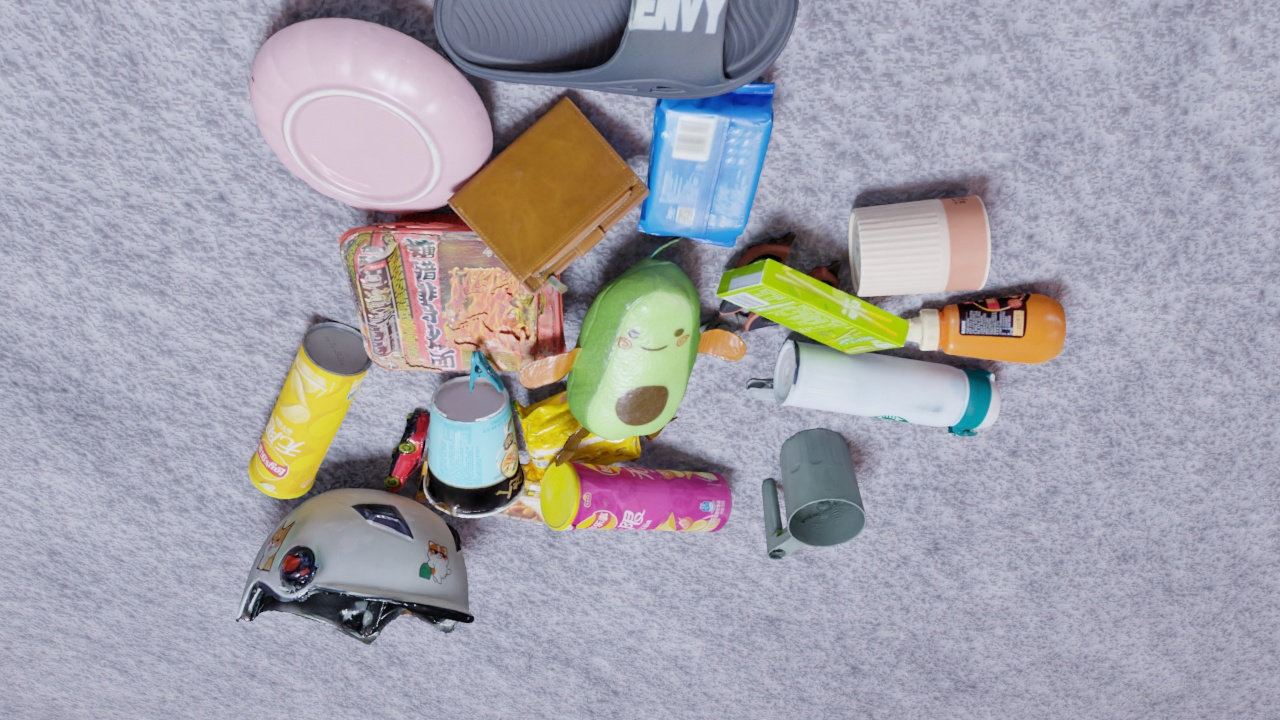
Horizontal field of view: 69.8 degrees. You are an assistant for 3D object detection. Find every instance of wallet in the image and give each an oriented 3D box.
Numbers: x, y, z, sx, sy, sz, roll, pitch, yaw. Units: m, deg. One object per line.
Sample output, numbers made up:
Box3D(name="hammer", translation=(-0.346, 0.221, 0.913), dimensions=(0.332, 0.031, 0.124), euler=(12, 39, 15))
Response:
Box3D(name="wallet", translation=(-0.070, -0.128, 0.743), dimensions=(0.130, 0.035, 0.119), euler=(-41, 93, -1))

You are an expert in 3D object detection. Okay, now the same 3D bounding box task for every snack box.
Box3D(name="snack box", translation=(-0.178, 0.147, 1.064), dimensions=(0.153, 0.026, 0.075), euler=(13, 131, -11))
Box3D(name="snack box", translation=(0.156, -0.046, 0.835), dimensions=(0.156, 0.026, 0.086), euler=(22, 169, -19))

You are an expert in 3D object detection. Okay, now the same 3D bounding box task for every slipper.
Box3D(name="slipper", translation=(-0.022, -0.240, 0.652), dimensions=(0.268, 0.083, 0.111), euler=(1, 111, 4))

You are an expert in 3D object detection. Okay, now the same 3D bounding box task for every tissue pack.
Box3D(name="tissue pack", translation=(0.052, -0.165, 0.761), dimensions=(0.095, 0.052, 0.157), euler=(7, 132, -4))

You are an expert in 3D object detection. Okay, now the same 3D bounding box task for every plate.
Box3D(name="plate", translation=(-0.215, -0.178, 0.726), dimensions=(0.192, 0.039, 0.193), euler=(4, 147, 3))

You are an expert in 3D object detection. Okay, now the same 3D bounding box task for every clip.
Box3D(name="clip", translation=(-0.146, 0.011, 0.845), dimensions=(0.033, 0.013, 0.054), euler=(-1, 139, 3))
Box3D(name="clip", translation=(0.139, 0.031, 0.965), dimensions=(0.058, 0.042, 0.026), euler=(0, 134, 3))

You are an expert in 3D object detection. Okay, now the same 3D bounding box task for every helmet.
Box3D(name="helmet", translation=(-0.310, 0.223, 1.035), dimensions=(0.275, 0.156, 0.230), euler=(-18, 149, 34))

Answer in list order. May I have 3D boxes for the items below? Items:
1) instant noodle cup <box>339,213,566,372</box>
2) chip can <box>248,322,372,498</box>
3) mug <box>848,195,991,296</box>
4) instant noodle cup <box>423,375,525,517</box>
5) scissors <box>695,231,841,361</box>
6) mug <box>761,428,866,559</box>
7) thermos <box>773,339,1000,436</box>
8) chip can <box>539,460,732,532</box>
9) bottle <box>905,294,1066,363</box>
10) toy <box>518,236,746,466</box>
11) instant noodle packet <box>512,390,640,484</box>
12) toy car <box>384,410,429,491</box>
Box3D(name="instant noodle cup", translation=(-0.162, -0.066, 0.832), dimensions=(0.189, 0.079, 0.165), euler=(1, 133, -1))
Box3D(name="chip can", translation=(-0.344, 0.055, 0.952), dimensions=(0.072, 0.072, 0.214), euler=(23, 128, -19))
Box3D(name="mug", translation=(0.242, -0.094, 0.816), dimensions=(0.106, 0.081, 0.114), euler=(-4, 162, 6))
Box3D(name="instant noodle cup", translation=(-0.176, 0.085, 0.961), dimensions=(0.111, 0.111, 0.121), euler=(3, 126, -3))
Box3D(name="scissors", translation=(0.087, -0.049, 0.893), dimensions=(0.202, 0.015, 0.206), euler=(0, 134, 0))
Box3D(name="mug", translation=(0.183, 0.149, 1.014), dimensions=(0.083, 0.103, 0.124), euler=(33, 125, -27))
Box3D(name="thermos", translation=(0.251, 0.030, 0.928), dimensions=(0.224, 0.073, 0.073), euler=(9, 132, -8))
Box3D(name="chip can", translation=(-0.001, 0.149, 0.992), dimensions=(0.210, 0.071, 0.072), euler=(9, 135, -35))
Box3D(name="bottle", translation=(0.324, -0.030, 0.882), dimensions=(0.149, 0.066, 0.067), euler=(0, 133, 10))
Box3D(name="toy", translation=(-0.005, 0.005, 0.861), dimensions=(0.226, 0.090, 0.247), euler=(-10, 134, -24))
Box3D(name="instant noodle packet", translation=(-0.067, 0.075, 0.973), dimensions=(0.128, 0.044, 0.111), euler=(-13, 127, -8))
Box3D(name="toy car", translation=(-0.256, 0.103, 1.009), dimensions=(0.031, 0.049, 0.107), euler=(22, 128, -17))
